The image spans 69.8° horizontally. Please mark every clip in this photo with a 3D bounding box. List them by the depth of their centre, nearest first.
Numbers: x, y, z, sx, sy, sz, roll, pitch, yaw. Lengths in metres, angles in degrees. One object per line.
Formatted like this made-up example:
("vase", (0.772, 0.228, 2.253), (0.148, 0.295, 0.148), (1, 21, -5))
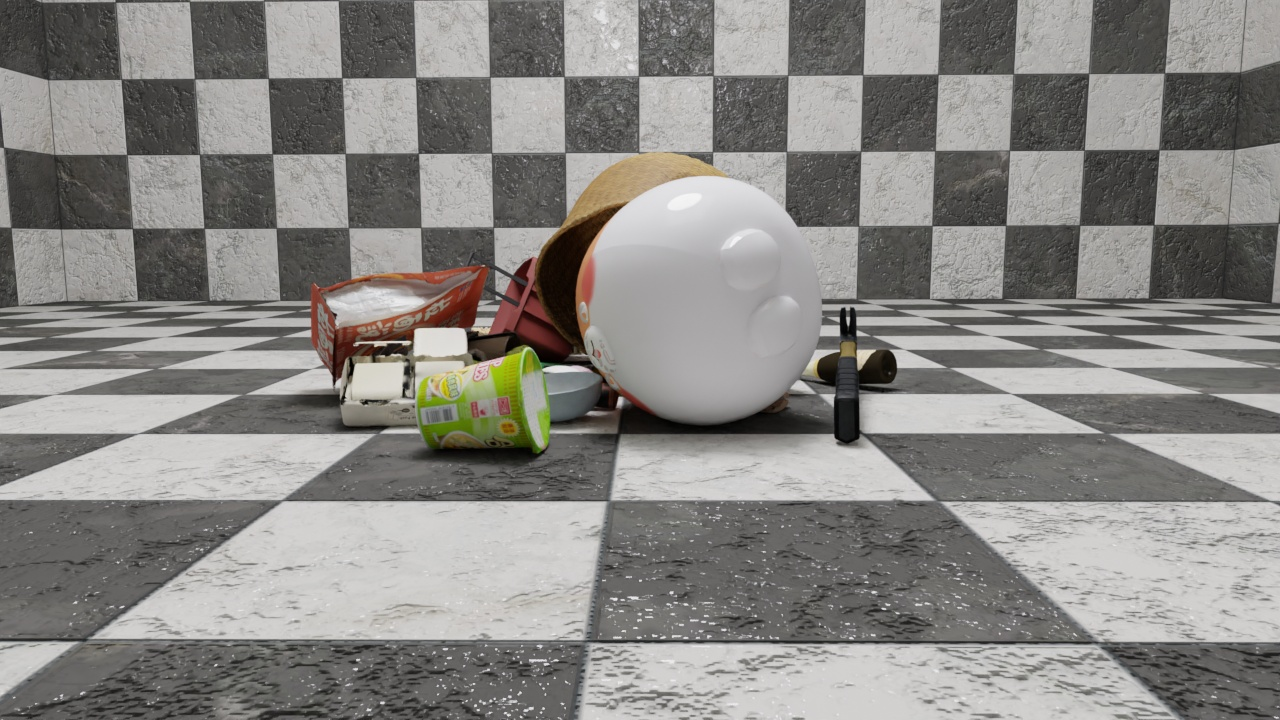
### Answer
("clip", (0.156, 0.039, 1.074), (0.024, 0.041, 0.060), (6, 15, 29))

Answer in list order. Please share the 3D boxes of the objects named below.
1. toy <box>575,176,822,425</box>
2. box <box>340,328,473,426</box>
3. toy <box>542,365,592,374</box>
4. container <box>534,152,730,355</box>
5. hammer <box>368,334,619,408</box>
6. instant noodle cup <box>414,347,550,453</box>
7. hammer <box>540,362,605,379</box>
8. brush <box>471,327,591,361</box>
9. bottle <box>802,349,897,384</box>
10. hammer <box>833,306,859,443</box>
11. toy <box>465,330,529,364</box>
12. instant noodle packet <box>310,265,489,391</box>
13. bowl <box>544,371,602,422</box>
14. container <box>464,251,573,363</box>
("toy", (0.050, -0.059, 0.999), (0.265, 0.263, 0.281), (-29, 13, -33))
("box", (-0.264, 0.013, 1.056), (0.143, 0.050, 0.183), (0, 36, -10))
("toy", (-0.109, 0.026, 1.195), (0.079, 0.038, 0.122), (-10, 0, 39))
("container", (0.023, -0.143, 1.326), (0.307, 0.307, 0.196), (2, 40, 17))
("hammer", (-0.182, 0.024, 1.109), (0.314, 0.035, 0.137), (5, 31, 4))
("instant noodle cup", (-0.149, 0.043, 0.868), (0.108, 0.099, 0.098), (-7, 7, 8))
("hammer", (-0.190, 0.008, 1.362), (0.319, 0.032, 0.130), (4, 9, 32))
("brush", (-0.156, -0.029, 1.539), (0.271, 0.056, 0.083), (1, 8, 14))
("bottle", (0.264, 0.011, 1.275), (0.045, 0.045, 0.185), (-7, 3, -43))
("hammer", (0.235, 0.017, 1.038), (0.025, 0.118, 0.332), (-1, 12, 13))
("toy", (-0.226, -0.001, 1.238), (0.153, 0.078, 0.179), (0, 10, 7))
("instant noodle packet", (-0.312, -0.059, 1.207), (0.220, 0.084, 0.165), (-20, -20, -27))
("bowl", (-0.093, 0.043, 1.019), (0.106, 0.039, 0.106), (-5, 12, 1))
("container", (-0.193, -0.087, 1.409), (0.200, 0.147, 0.127), (26, -19, -19))
